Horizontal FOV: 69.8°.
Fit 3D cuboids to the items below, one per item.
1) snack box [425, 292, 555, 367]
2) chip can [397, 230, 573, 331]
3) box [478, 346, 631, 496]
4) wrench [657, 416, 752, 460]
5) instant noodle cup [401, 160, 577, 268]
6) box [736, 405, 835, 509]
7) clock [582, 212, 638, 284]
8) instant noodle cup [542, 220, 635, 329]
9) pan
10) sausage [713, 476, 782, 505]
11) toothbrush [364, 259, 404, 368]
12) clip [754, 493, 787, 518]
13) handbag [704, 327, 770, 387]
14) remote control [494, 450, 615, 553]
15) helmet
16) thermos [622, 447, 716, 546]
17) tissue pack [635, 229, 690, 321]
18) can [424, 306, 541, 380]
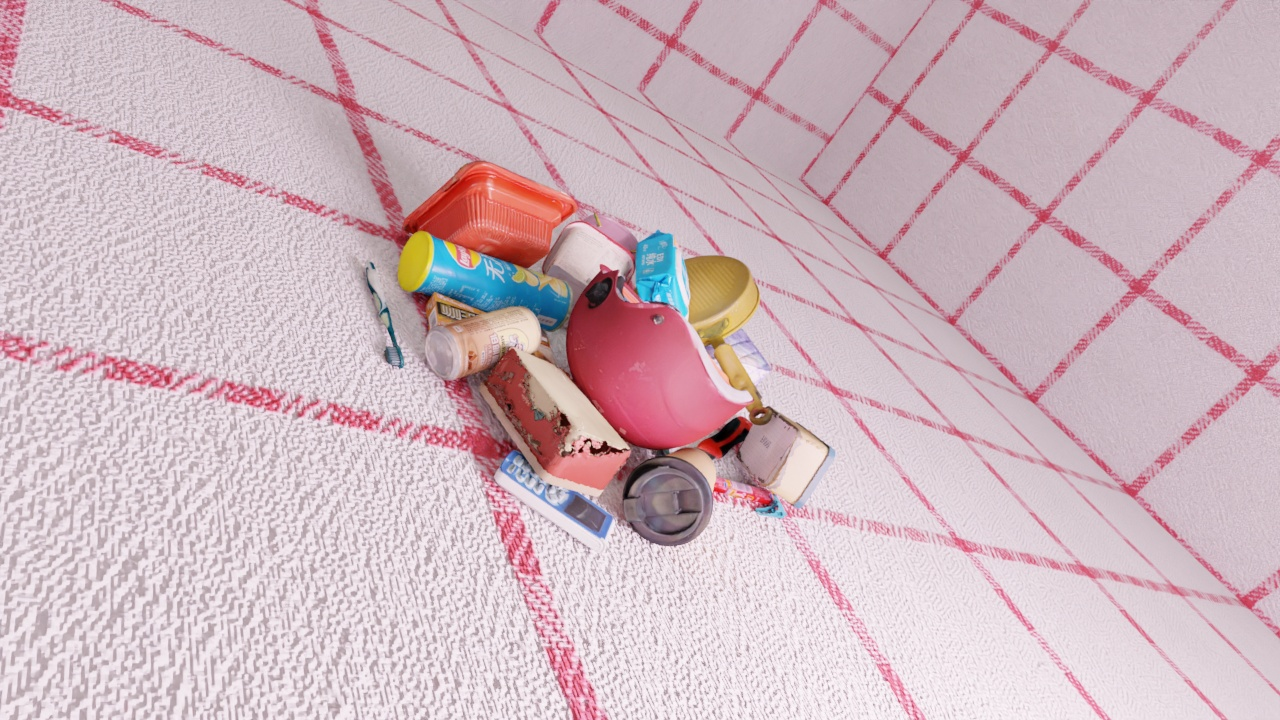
[{"bbox_3d":[-0.171,-0.024,1.054,0.153,0.026,0.075,23,25,-29],"label":"snack box"},{"bbox_3d":[-0.184,-0.092,1.114,0.210,0.071,0.071,16,29,-41],"label":"chip can"},{"bbox_3d":[-0.085,0.052,0.923,0.091,0.076,0.168,25,15,-45],"label":"box"},{"bbox_3d":[0.097,0.108,1.197,0.056,0.016,0.272,43,23,16],"label":"wrench"},{"bbox_3d":[-0.190,-0.160,1.147,0.164,0.189,0.079,15,60,-39],"label":"instant noodle cup"},{"bbox_3d":[0.179,0.118,1.143,0.060,0.090,0.184,31,6,-11],"label":"box"},{"bbox_3d":[-0.061,-0.158,1.380,0.117,0.159,0.059,38,66,-10],"label":"clock"},{"bbox_3d":[-0.085,-0.111,1.260,0.116,0.117,0.124,34,33,-3],"label":"instant noodle cup"},{"bbox_3d":[0.101,-0.034,1.285,0.357,0.197,0.078,-118,-175,-56],"label":"pan"},{"bbox_3d":[0.124,0.160,1.125,0.155,0.020,0.020,19,27,-36],"label":"sausage"},{"bbox_3d":[-0.277,-0.053,0.974,0.018,0.016,0.191,6,35,-33],"label":"toothbrush"},{"bbox_3d":[0.167,0.183,1.137,0.054,0.033,0.013,32,20,-48],"label":"clip"},{"bbox_3d":[0.104,-0.021,1.392,0.134,0.076,0.193,17,27,-29],"label":"handbag"},{"bbox_3d":[-0.080,0.134,0.869,0.125,0.024,0.049,34,22,-1],"label":"remote control"},{"bbox_3d":[-0.006,0.006,1.034,0.207,0.144,0.240,44,0,-43],"label":"helmet"},{"bbox_3d":[0.038,0.135,0.966,0.093,0.093,0.143,38,14,6],"label":"thermos"},{"bbox_3d":[0.033,-0.111,1.277,0.139,0.063,0.090,-87,161,-54],"label":"tissue pack"},{"bbox_3d":[-0.166,-0.020,0.972,0.116,0.059,0.058,-20,57,-44],"label":"can"}]
